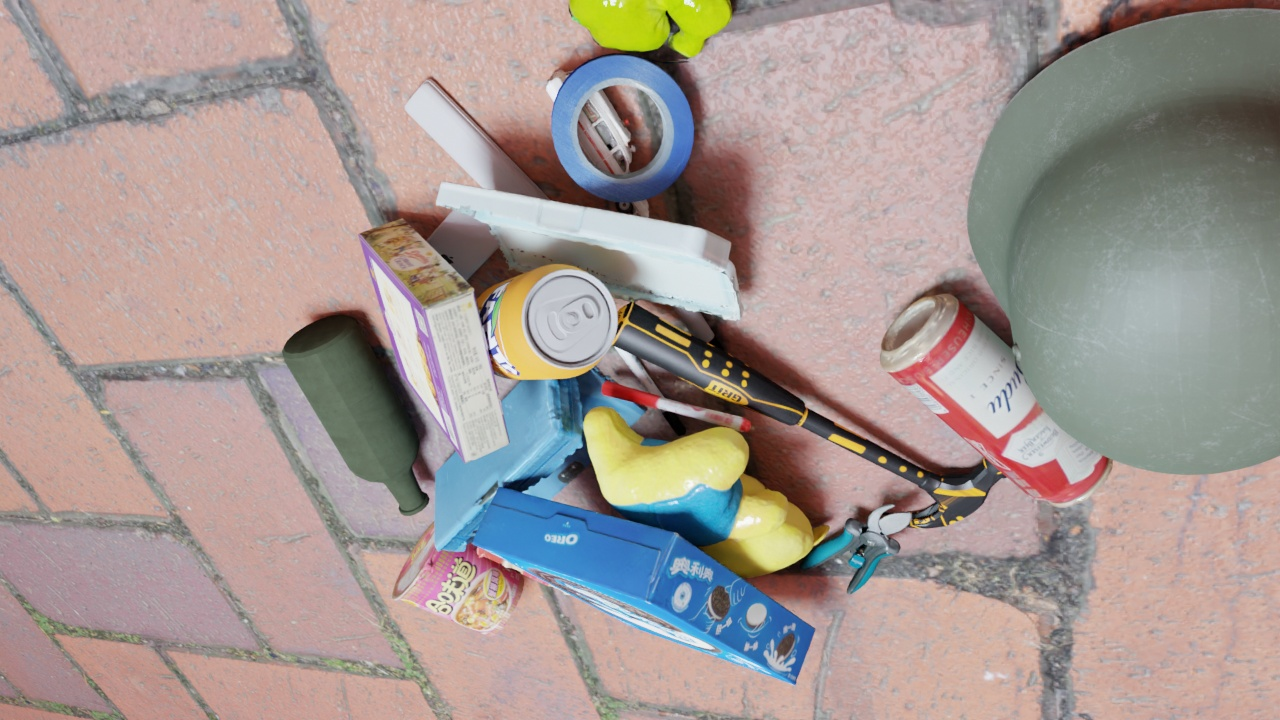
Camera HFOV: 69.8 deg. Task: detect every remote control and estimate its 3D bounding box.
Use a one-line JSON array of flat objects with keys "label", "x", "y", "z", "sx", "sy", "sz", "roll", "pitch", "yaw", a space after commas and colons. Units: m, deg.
[{"label": "remote control", "x": -0.118, "y": -0.149, "z": 0.679, "sx": 0.131, "sy": 0.012, "sz": 0.033, "roll": 45, "pitch": 129, "yaw": -14}, {"label": "remote control", "x": -0.158, "y": -0.082, "z": 0.749, "sx": 0.045, "sy": 0.008, "sz": 0.147, "roll": 43, "pitch": 130, "yaw": -12}]

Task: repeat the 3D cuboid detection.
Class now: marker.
[{"label": "marker", "x": -0.004, "y": 0.004, "z": 0.751, "sx": 0.011, "sy": 0.011, "sz": 0.152, "roll": -20, "pitch": 116, "yaw": 33}, {"label": "marker", "x": 0.041, "y": -0.031, "z": 0.702, "sx": 0.016, "sy": 0.016, "sz": 0.140, "roll": -20, "pitch": 115, "yaw": 33}, {"label": "marker", "x": 0.025, "y": 0.035, "z": 0.710, "sx": 0.142, "sy": 0.012, "sz": 0.013, "roll": 13, "pitch": 132, "yaw": 39}]

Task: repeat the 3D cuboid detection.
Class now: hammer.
[{"label": "hammer", "x": 0.120, "y": 0.043, "z": 0.699, "sx": 0.320, "sy": 0.036, "sz": 0.124, "roll": 27, "pitch": 136, "yaw": -7}]

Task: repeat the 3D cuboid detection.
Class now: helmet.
[{"label": "helmet", "x": 0.300, "y": -0.029, "z": 0.506, "sx": 0.227, "sy": 0.153, "sz": 0.268, "roll": -3, "pitch": 136, "yaw": 24}]

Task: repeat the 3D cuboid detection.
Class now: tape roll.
[{"label": "tape roll", "x": -0.012, "y": -0.150, "z": 0.596, "sx": 0.091, "sy": 0.016, "sz": 0.093, "roll": -2, "pitch": 112, "yaw": -6}]

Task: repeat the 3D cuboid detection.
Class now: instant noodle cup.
[{"label": "instant noodle cup", "x": -0.184, "y": 0.229, "z": 0.950, "sx": 0.108, "sy": 0.097, "sz": 0.098, "roll": 35, "pitch": 131, "yaw": -16}]

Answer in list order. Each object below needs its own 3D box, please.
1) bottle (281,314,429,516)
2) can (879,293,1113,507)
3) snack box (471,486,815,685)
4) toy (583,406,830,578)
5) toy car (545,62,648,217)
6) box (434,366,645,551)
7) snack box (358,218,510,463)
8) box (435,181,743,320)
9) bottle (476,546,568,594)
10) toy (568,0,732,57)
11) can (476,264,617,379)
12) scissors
[{"label": "bottle", "x": -0.254, "y": 0.059, "z": 0.856, "sx": 0.072, "sy": 0.071, "sz": 0.207, "roll": -4, "pitch": 124, "yaw": 25}, {"label": "can", "x": 0.243, "y": 0.028, "z": 0.630, "sx": 0.170, "sy": 0.067, "sz": 0.067, "roll": 40, "pitch": 130, "yaw": -10}, {"label": "snack box", "x": 0.007, "y": 0.189, "z": 0.767, "sx": 0.196, "sy": 0.056, "sz": 0.239, "roll": 6, "pitch": 154, "yaw": 41}, {"label": "toy", "x": 0.054, "y": 0.119, "z": 0.737, "sx": 0.149, "sy": 0.083, "sz": 0.214, "roll": 7, "pitch": 154, "yaw": 35}, {"label": "toy car", "x": -0.022, "y": -0.149, "z": 0.626, "sx": 0.039, "sy": 0.039, "sz": 0.113, "roll": -31, "pitch": 112, "yaw": 14}, {"label": "box", "x": -0.094, "y": 0.093, "z": 0.828, "sx": 0.102, "sy": 0.094, "sz": 0.232, "roll": 17, "pitch": 137, "yaw": -30}, {"label": "snack box", "x": -0.161, "y": -0.017, "z": 0.714, "sx": 0.148, "sy": 0.040, "sz": 0.144, "roll": 41, "pitch": 147, "yaw": 46}, {"label": "box", "x": -0.031, "y": -0.080, "z": 0.640, "sx": 0.197, "sy": 0.049, "sz": 0.136, "roll": 15, "pitch": 166, "yaw": 23}, {"label": "bottle", "x": -0.108, "y": 0.198, "z": 0.922, "sx": 0.109, "sy": 0.044, "sz": 0.044, "roll": 24, "pitch": 131, "yaw": 3}, {"label": "toy", "x": 0.003, "y": -0.222, "z": 0.559, "sx": 0.094, "sy": 0.036, "sz": 0.094, "roll": -19, "pitch": 123, "yaw": 27}, {"label": "can", "x": -0.074, "y": -0.026, "z": 0.672, "sx": 0.079, "sy": 0.079, "sz": 0.143, "roll": 47, "pitch": 162, "yaw": -16}, {"label": "scissors", "x": 0.184, "y": 0.162, "z": 0.777, "sx": 0.128, "sy": 0.019, "sz": 0.153, "roll": -4, "pitch": 132, "yaw": 34}]
